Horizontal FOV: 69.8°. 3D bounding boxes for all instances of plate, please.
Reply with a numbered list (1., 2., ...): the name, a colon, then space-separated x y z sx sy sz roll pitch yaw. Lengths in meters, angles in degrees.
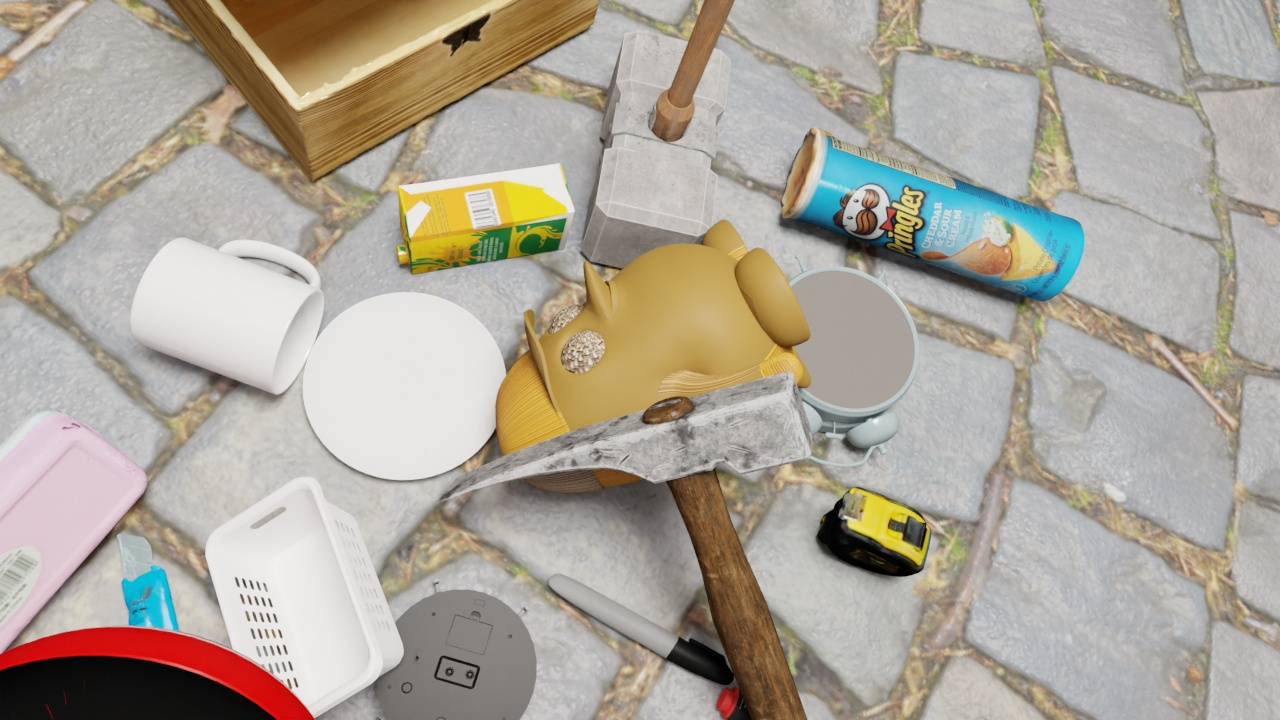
1. plate: -0.160 0.017 0.630 0.134 0.011 0.134 4 69 -11

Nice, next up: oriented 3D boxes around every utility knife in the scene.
1. utility knife: -0.284 0.183 0.540 0.031 0.015 0.173 -14 73 -22

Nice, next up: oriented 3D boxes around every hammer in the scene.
1. hammer: 0.028 0.170 0.554 0.218 0.037 0.301 -16 105 16
2. hammer: 0.036 -0.195 0.584 0.083 0.318 0.162 11 68 -9

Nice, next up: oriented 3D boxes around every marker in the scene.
1. marker: 0.118 0.253 0.600 0.145 0.021 0.023 28 74 -1
2. marker: 0.001 0.176 0.607 0.138 0.016 0.022 30 35 0

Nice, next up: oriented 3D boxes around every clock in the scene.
1. clock: 0.145 0.002 0.686 0.122 0.045 0.159 9 67 -9
2. clock: -0.116 0.201 0.559 0.094 0.035 0.122 18 68 -6

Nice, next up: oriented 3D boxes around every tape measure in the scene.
1. tape measure: 0.162 0.120 0.631 0.072 0.072 0.042 19 63 1

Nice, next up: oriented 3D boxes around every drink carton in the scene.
1. drink carton: -0.114 -0.101 0.657 0.122 0.058 0.041 -12 73 -17

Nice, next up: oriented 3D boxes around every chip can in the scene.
1. chip can: 0.230 -0.115 0.731 0.229 0.080 0.079 17 67 -6

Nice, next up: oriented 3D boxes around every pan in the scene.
1. pan: -0.205 0.275 0.476 0.209 0.067 0.356 -43 108 8

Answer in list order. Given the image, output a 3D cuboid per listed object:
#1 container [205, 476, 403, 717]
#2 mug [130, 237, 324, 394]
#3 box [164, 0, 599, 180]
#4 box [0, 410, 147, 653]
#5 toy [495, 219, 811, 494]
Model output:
1. container: -0.192 0.142 0.535 0.081 0.049 0.129 -32 65 5
2. mug: -0.259 -0.040 0.603 0.090 0.074 0.110 21 41 -5
3. box: -0.199 -0.334 0.646 0.278 0.216 0.257 -38 80 -20
4. box: -0.388 0.117 0.521 0.095 0.088 0.201 18 62 31
5. toy: -0.003 0.004 0.595 0.203 0.198 0.162 -29 117 0
